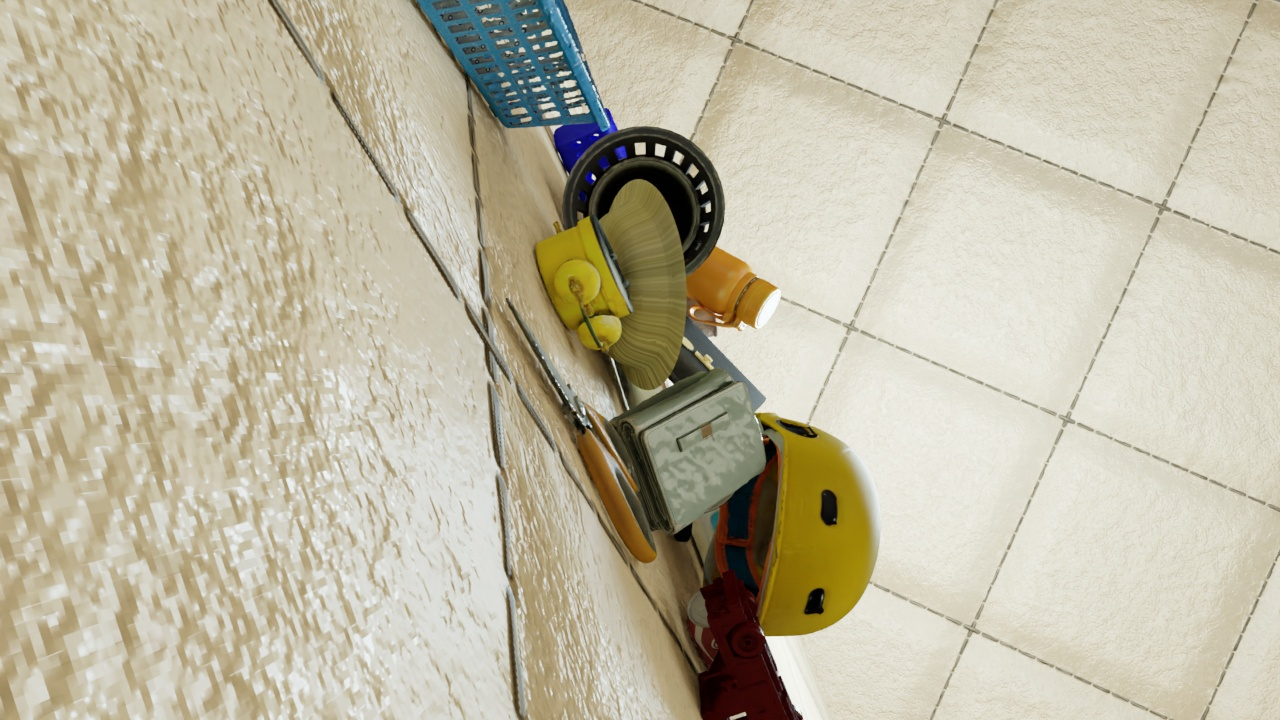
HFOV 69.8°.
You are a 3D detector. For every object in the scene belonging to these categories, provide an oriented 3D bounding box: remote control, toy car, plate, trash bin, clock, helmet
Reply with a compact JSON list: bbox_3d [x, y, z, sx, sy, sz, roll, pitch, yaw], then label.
[{"bbox_3d":[-0.005,0.005,0.884,0.060,0.028,0.114,103,-27,-58],"label":"remote control"},{"bbox_3d":[0.077,0.245,0.667,0.070,0.062,0.170,-84,153,-79],"label":"toy car"},{"bbox_3d":[-0.018,-0.064,0.803,0.185,0.036,0.184,174,-90,-66],"label":"plate"},{"bbox_3d":[0.006,-0.158,1.046,0.227,0.164,0.164,-42,110,-88],"label":"trash bin"},{"bbox_3d":[-0.040,-0.059,0.704,0.118,0.057,0.083,-106,173,-49],"label":"clock"},{"bbox_3d":[0.154,0.158,0.846,0.240,0.139,0.209,-159,-102,-81],"label":"helmet"}]

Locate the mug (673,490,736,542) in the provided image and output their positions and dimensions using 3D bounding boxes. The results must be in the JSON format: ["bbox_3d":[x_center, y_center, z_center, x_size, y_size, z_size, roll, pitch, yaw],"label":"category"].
[{"bbox_3d":[0.045,0.106,0.841,0.094,0.085,0.121,-86,-178,-85],"label":"mug"}]

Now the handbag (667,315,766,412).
[{"bbox_3d":[0.059,0.018,1.091,0.176,0.072,0.195,46,10,3],"label":"handbag"}]

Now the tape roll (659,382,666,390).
[{"bbox_3d":[0.021,0.054,1.036,0.094,0.027,0.094,-20,89,-85],"label":"tape roll"}]

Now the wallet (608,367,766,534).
[{"bbox_3d":[0.039,0.070,0.729,0.131,0.054,0.100,-27,95,-42],"label":"wallet"}]

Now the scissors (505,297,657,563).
[{"bbox_3d":[-0.034,0.048,0.572,0.229,0.016,0.113,62,8,-48],"label":"scissors"}]

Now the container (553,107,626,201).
[{"bbox_3d":[-0.055,-0.260,1.213,0.085,0.084,0.114,-100,166,-59],"label":"container"}]

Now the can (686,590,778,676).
[{"bbox_3d":[0.074,0.229,0.739,0.054,0.054,0.096,-102,169,-61],"label":"can"}]

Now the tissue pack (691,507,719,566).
[{"bbox_3d":[0.121,0.201,0.996,0.066,0.117,0.209,-19,88,-82],"label":"tissue pack"}]

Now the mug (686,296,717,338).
[{"bbox_3d":[0.048,-0.049,1.274,0.096,0.110,0.123,-97,174,-66],"label":"mug"}]

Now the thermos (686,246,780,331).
[{"bbox_3d":[0.068,-0.115,1.201,0.233,0.092,0.076,32,32,22],"label":"thermos"}]

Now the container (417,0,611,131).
[{"bbox_3d":[-0.134,-0.331,0.648,0.362,0.089,0.257,51,19,-73],"label":"container"}]
